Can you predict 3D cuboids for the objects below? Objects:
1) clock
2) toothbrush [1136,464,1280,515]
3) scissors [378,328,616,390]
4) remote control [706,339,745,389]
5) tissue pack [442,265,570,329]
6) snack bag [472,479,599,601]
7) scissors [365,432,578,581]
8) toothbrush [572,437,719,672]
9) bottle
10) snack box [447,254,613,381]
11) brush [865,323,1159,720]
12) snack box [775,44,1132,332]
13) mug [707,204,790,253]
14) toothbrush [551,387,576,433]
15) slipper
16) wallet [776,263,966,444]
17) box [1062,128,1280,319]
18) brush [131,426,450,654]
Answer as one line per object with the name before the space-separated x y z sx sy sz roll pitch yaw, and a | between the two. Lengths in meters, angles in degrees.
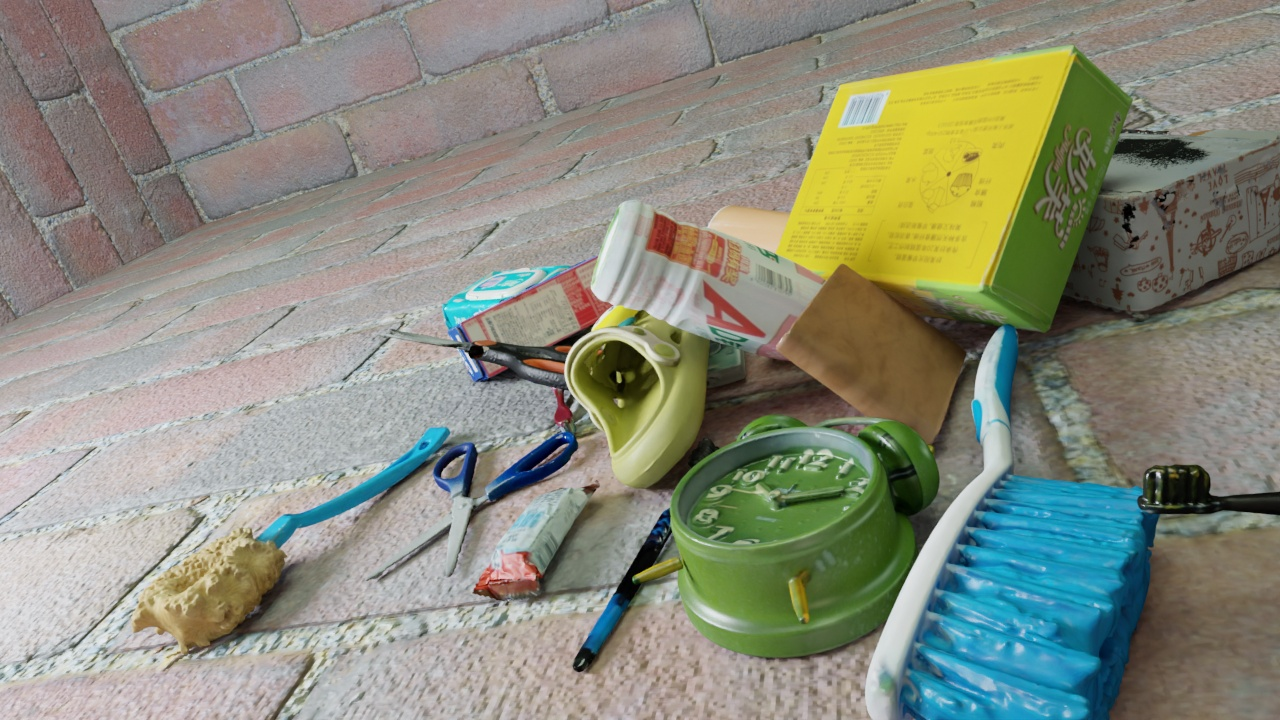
clock | 0.079 0.073 0.450 0.116 0.056 0.160 2 30 40
toothbrush | 0.285 0.048 0.311 0.213 0.027 0.026 1 20 11
scissors | -0.108 -0.005 0.760 0.148 0.022 0.235 -9 20 -44
remote control | 0.050 -0.032 0.712 0.056 0.019 0.134 -14 43 16
tissue pack | -0.128 -0.059 0.941 0.134 0.050 0.093 -1 27 37
snack bag | -0.060 0.101 0.537 0.045 0.026 0.105 -18 19 28
scissors | -0.113 0.092 0.624 0.174 0.012 0.162 -27 24 -16
toothbrush | 0.007 0.098 0.505 0.014 0.016 0.189 -11 24 33
bottle | 0.069 -0.041 0.597 0.197 0.068 0.068 19 21 -9
snack box | -0.075 -0.051 0.851 0.207 0.058 0.057 -29 7 -24
brush | 0.172 0.055 0.408 0.110 0.060 0.313 6 29 36
snack box | 0.197 -0.112 0.624 0.210 0.070 0.157 17 85 60
mug | 0.125 -0.093 0.788 0.123 0.078 0.078 10 36 42
toothbrush | -0.065 0.021 0.748 0.016 0.017 0.187 -23 20 0
slipper | -0.004 0.004 0.614 0.092 0.081 0.190 -46 21 23
wallet | 0.142 -0.006 0.548 0.115 0.101 0.020 -44 -11 -50
box | 0.383 -0.125 0.655 0.259 0.082 0.177 -20 21 -14
brush | -0.229 0.113 0.644 0.083 0.046 0.253 -5 22 40
